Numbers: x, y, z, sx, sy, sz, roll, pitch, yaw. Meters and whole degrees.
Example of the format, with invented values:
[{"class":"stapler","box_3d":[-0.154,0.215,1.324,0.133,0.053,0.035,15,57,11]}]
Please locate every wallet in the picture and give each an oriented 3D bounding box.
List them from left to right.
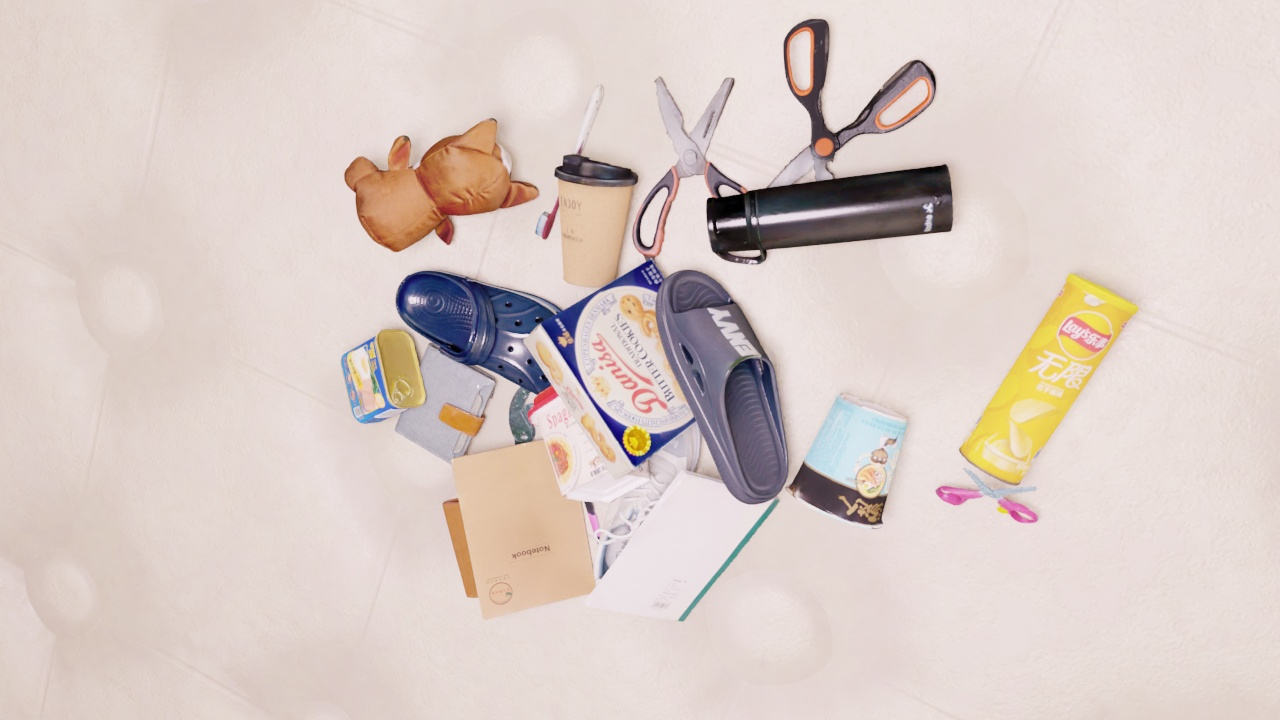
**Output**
[{"class":"wallet","box_3d":[-0.246,0.058,1.155,0.106,0.037,0.130,30,108,10]},{"class":"wallet","box_3d":[-0.196,0.238,1.173,0.108,0.031,0.132,-10,98,31]}]

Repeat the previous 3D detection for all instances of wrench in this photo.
[{"class":"wrench","box_3d":[-0.139,0.158,1.153,0.056,0.016,0.273,5,102,17]}]

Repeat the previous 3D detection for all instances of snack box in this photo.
[{"class":"snack box","box_3d":[-0.006,0.006,0.996,0.178,0.182,0.046,56,144,-2]}]

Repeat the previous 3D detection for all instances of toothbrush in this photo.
[{"class":"toothbrush","box_3d":[-0.083,-0.227,1.058,0.017,0.016,0.188,30,109,20]},{"class":"toothbrush","box_3d":[-0.075,0.141,1.125,0.014,0.017,0.189,-7,103,33]}]

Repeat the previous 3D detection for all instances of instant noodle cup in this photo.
[{"class":"instant noodle cup","box_3d":[-0.051,0.088,1.037,0.117,0.116,0.124,-32,59,31]},{"class":"instant noodle cup","box_3d":[0.228,0.103,0.984,0.111,0.111,0.120,21,99,12]}]

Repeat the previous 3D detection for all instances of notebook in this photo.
[{"class":"notebook","box_3d":[-0.141,0.205,1.129,0.147,0.008,0.208,-11,99,-12]},{"class":"notebook","box_3d":[0.049,0.220,1.057,0.150,0.012,0.209,20,114,-34]}]

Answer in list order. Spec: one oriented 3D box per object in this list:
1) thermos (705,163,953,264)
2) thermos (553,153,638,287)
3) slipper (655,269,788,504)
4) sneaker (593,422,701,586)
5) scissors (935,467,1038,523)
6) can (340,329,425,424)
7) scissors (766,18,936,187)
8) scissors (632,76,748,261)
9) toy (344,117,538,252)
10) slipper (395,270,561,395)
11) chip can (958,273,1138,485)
[{"class":"thermos","box_3d":[0.194,-0.147,0.956,0.243,0.068,0.090,-5,144,14]},{"class":"thermos","box_3d":[-0.053,-0.158,1.027,0.093,0.092,0.143,12,112,15]},{"class":"slipper","box_3d":[0.107,0.021,0.982,0.084,0.110,0.268,-22,88,52]},{"class":"sneaker","box_3d":[-0.002,0.163,1.072,0.089,0.090,0.242,23,106,11]},{"class":"scissors","box_3d":[0.362,0.140,0.959,0.135,0.133,0.017,-1,60,48]},{"class":"can","box_3d":[-0.323,0.022,1.146,0.083,0.057,0.102,-22,79,36]},{"class":"scissors","box_3d":[0.199,-0.246,0.957,0.221,0.021,0.232,-22,104,16]},{"class":"scissors","box_3d":[0.054,-0.205,1.020,0.189,0.015,0.223,-29,90,21]},{"class":"toy","box_3d":[-0.231,-0.206,1.065,0.200,0.140,0.130,-17,54,18]},{"class":"slipper","box_3d":[-0.186,-0.041,1.086,0.253,0.095,0.105,26,104,15]},{"class":"chip can","box_3d":[0.408,0.021,0.926,0.072,0.072,0.214,29,109,10]}]
